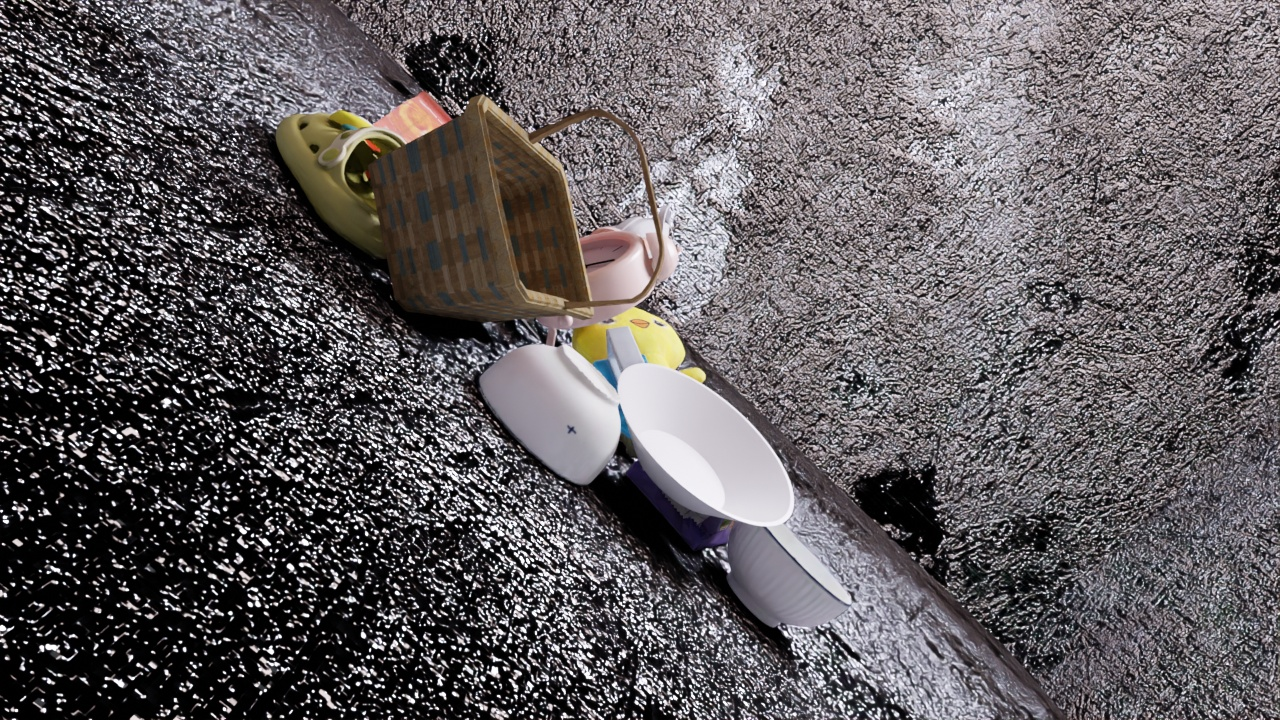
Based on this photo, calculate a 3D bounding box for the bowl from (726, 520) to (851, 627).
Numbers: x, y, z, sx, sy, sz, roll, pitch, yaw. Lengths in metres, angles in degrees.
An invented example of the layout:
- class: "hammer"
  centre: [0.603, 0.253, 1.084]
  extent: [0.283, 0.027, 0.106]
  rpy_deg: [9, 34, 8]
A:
- class: "bowl"
  centre: [0.114, 0.182, 0.776]
  extent: [0.118, 0.062, 0.118]
  rpy_deg: [44, 5, -6]

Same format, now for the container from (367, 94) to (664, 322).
- class: "container"
  centre: [-0.080, -0.110, 0.740]
  extent: [0.249, 0.186, 0.157]
  rpy_deg: [2, 76, -81]

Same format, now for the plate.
- class: "plate"
  centre: [0.044, 0.076, 0.739]
  extent: [0.174, 0.036, 0.173]
  rpy_deg: [31, 25, -17]

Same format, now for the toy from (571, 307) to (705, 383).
- class: "toy"
  centre: [-0.006, 0.006, 1.027]
  extent: [0.133, 0.092, 0.207]
  rpy_deg: [-2, 34, -28]

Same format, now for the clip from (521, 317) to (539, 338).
- class: "clip"
  centre: [-0.126, -0.065, 1.014]
  extent: [0.102, 0.058, 0.053]
  rpy_deg: [47, 31, 18]

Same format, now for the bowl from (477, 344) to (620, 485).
- class: "bowl"
  centre: [-0.057, 0.030, 0.674]
  extent: [0.113, 0.063, 0.113]
  rpy_deg: [44, 6, -6]

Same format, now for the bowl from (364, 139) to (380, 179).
- class: "bowl"
  centre: [-0.237, -0.163, 0.879]
  extent: [0.130, 0.045, 0.130]
  rpy_deg: [43, 6, -6]

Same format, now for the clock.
- class: "clock"
  centre: [-0.048, -0.077, 0.949]
  extent: [0.131, 0.160, 0.086]
  rpy_deg: [17, -40, 51]

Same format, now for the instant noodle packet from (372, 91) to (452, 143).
- class: "instant noodle packet"
  centre: [-0.273, -0.254, 1.197]
  extent: [0.164, 0.084, 0.220]
  rpy_deg: [47, 14, -18]

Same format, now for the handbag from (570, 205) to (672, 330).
- class: "handbag"
  centre: [-0.027, -0.125, 1.228]
  extent: [0.095, 0.216, 0.222]
  rpy_deg: [53, 15, -3]

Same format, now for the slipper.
- class: "slipper"
  centre: [-0.230, -0.157, 0.739]
  extent: [0.091, 0.082, 0.190]
  rpy_deg: [34, 14, -46]

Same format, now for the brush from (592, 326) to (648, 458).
- class: "brush"
  centre: [-0.007, 0.032, 0.889]
  extent: [0.135, 0.055, 0.075]
  rpy_deg: [-113, -163, -52]

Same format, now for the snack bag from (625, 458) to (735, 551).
- class: "snack bag"
  centre: [0.061, 0.122, 0.858]
  extent: [0.096, 0.058, 0.205]
  rpy_deg: [45, 7, 17]
